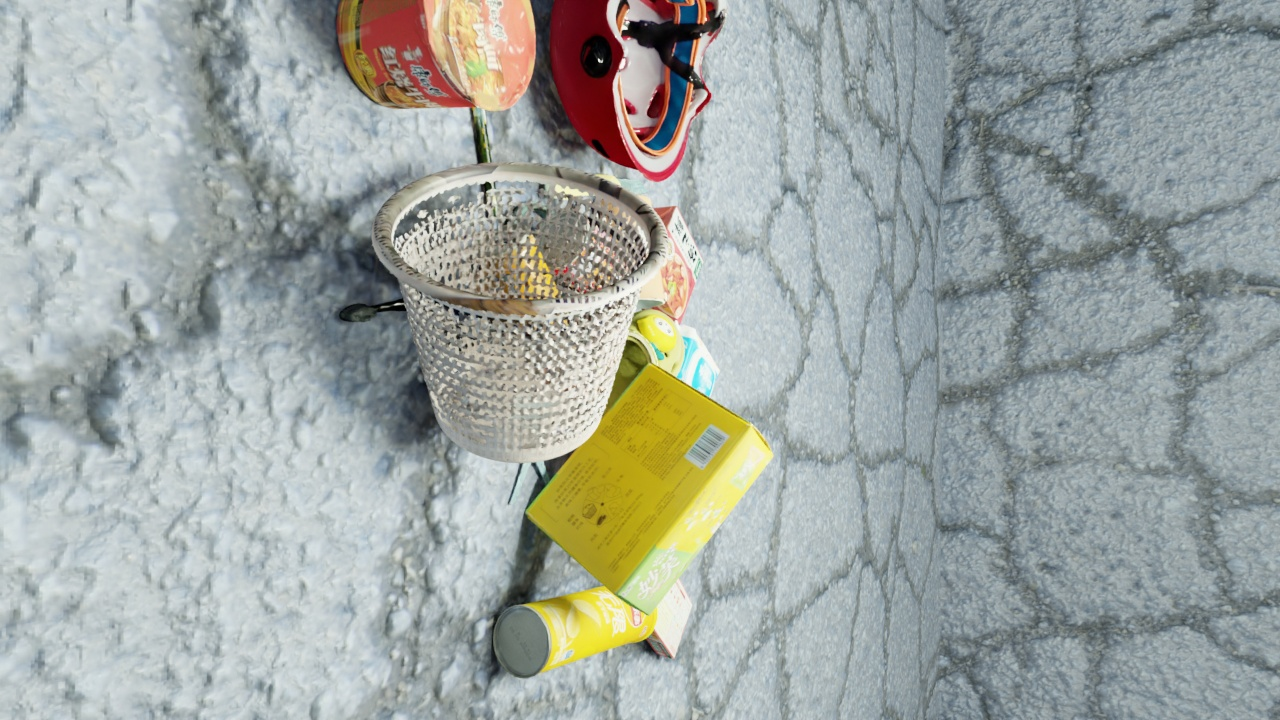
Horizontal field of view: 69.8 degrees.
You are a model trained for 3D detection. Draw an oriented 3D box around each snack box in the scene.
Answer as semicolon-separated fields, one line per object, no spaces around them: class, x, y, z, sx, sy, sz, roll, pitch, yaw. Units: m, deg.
snack box;0.029;0.310;1.136;0.156;0.027;0.076;69;38;-55
snack box;0.007;0.125;0.929;0.210;0.158;0.070;-51;138;-8
snack box;0.035;-0.111;1.162;0.127;0.044;0.113;57;43;-44

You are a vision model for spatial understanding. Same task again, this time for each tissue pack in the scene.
tissue pack;0.051;0.018;1.156;0.140;0.063;0.089;52;55;-56

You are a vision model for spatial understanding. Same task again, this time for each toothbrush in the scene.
toothbrush;-0.148;-0.226;0.865;0.012;0.017;0.186;-29;115;-60
toothbrush;-0.188;-0.051;0.799;0.189;0.016;0.014;-20;112;-60

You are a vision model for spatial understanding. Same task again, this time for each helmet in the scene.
helmet;-0.019;-0.320;0.973;0.206;0.144;0.240;-7;111;-60

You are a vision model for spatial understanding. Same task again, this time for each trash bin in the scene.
trash bin;-0.099;-0.031;0.764;0.226;0.227;0.192;-51;155;-48

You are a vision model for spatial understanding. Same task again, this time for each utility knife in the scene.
utility knife;-0.046;-0.198;1.041;0.212;0.022;0.031;-19;87;-53

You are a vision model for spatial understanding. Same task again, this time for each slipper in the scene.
slipper;-0.006;0.006;1.023;0.091;0.082;0.190;43;53;-2

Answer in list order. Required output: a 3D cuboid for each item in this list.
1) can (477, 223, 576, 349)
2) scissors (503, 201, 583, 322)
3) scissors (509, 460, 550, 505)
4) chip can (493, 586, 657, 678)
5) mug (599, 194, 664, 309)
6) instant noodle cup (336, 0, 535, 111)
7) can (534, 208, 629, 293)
can;-0.108;-0.058;0.897;0.058;0.058;0.146;-60;139;-41
scissors;-0.095;-0.102;0.962;0.179;0.019;0.170;28;68;-56
scissors;-0.112;0.084;0.938;0.135;0.017;0.133;54;49;-50
chip can;-0.062;0.278;0.968;0.213;0.072;0.072;12;80;-59
mug;-0.014;-0.123;1.050;0.078;0.078;0.122;4;83;-60
instant noodle cup;-0.166;-0.266;0.740;0.137;0.109;0.138;-2;92;-60
can;-0.057;-0.106;0.940;0.093;0.067;0.066;33;62;-55
